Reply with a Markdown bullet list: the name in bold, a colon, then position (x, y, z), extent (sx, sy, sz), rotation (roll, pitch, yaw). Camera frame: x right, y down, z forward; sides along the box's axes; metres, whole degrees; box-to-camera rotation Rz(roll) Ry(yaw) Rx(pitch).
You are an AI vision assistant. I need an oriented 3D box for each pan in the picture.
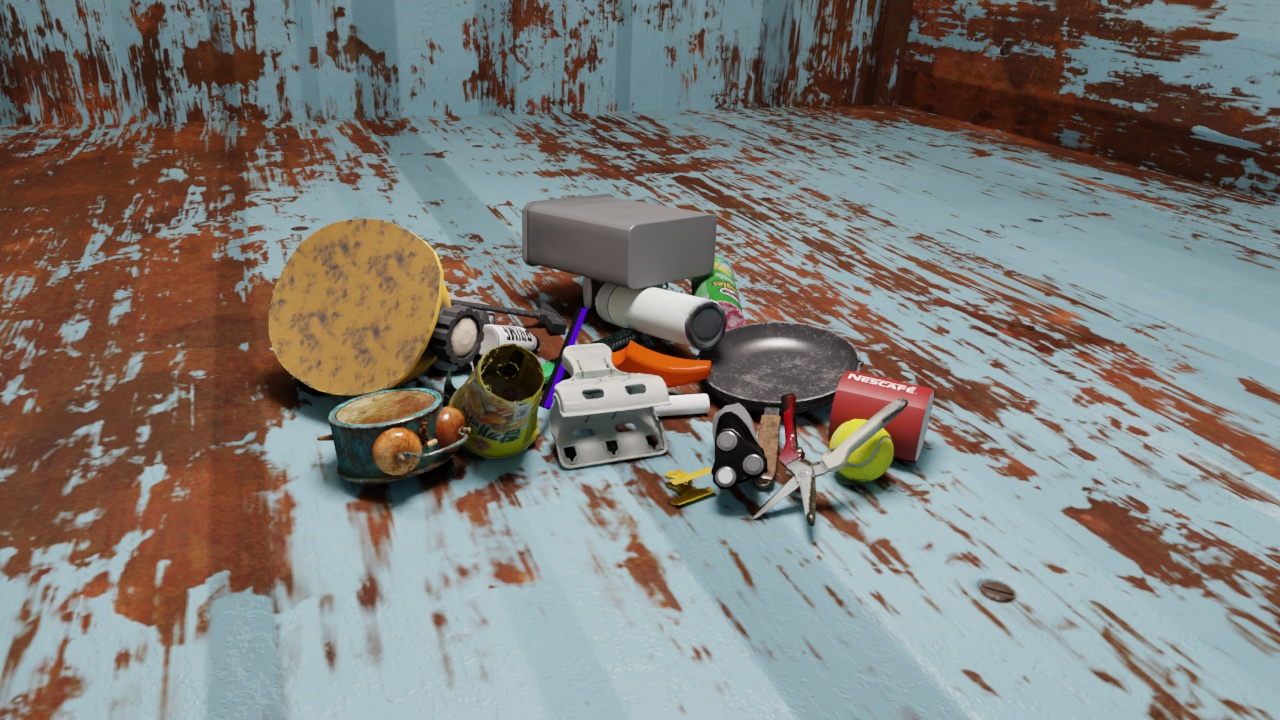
- **pan**: position (0.158, 0.049, 1.089), extent (0.208, 0.040, 0.355), rotation (2, 31, 12)

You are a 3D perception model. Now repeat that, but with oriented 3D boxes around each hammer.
- **hammer**: position (-0.112, 0.012, 1.158), extent (0.130, 0.032, 0.317), rotation (20, 29, 35)
- **hammer**: position (-0.313, -0.022, 1.220), extent (0.127, 0.029, 0.322), rotation (15, 28, 26)
- **hammer**: position (-0.262, -0.083, 1.259), extent (0.324, 0.015, 0.095), rotation (7, 23, -30)

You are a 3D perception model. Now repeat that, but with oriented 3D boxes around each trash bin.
- **trash bin**: position (-0.032, -0.178, 1.342), extent (0.220, 0.098, 0.191), rotation (18, 24, 41)

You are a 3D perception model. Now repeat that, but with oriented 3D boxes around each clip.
- **clip**: position (0.045, 0.122, 0.931), extent (0.054, 0.046, 0.048), rotation (-15, 55, -31)
- **clip**: position (-0.038, 0.035, 0.996), extent (0.126, 0.110, 0.150), rotation (-5, 69, -22)

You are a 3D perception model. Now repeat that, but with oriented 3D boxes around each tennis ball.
- **tennis ball**: position (0.231, 0.094, 0.962), extent (0.065, 0.065, 0.065), rotation (2, 24, -1)

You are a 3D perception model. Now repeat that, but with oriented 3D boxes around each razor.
- **razor**: position (0.098, 0.083, 0.957), extent (0.057, 0.060, 0.156), rotation (-25, 10, 10)

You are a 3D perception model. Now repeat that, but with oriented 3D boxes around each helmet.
- **helmet**: position (-0.300, -0.050, 1.083), extent (0.256, 0.205, 0.131), rotation (13, -7, 28)

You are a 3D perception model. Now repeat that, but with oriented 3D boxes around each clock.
- **clock**: position (-0.243, -0.032, 1.185), extent (0.091, 0.044, 0.122), rotation (14, 40, -11)
- **clock**: position (-0.240, 0.082, 0.930), extent (0.158, 0.073, 0.121), rotation (8, 22, 40)

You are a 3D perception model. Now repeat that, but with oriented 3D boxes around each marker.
- **marker**: position (0.015, 0.055, 1.079), extent (0.133, 0.023, 0.027), rotation (-3, -6, -13)

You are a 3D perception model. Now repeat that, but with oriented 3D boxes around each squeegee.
- **squeegee**: position (-0.007, 0.007, 1.120), extent (0.185, 0.055, 0.249), rotation (2, 30, 7)

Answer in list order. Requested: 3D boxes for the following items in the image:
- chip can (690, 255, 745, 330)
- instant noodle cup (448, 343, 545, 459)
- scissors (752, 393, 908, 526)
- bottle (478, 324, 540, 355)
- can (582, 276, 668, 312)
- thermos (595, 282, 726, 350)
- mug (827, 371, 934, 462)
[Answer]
- **chip can**: position (0.111, -0.090, 1.356), extent (0.075, 0.075, 0.222), rotation (3, 24, 1)
- **instant noodle cup**: position (-0.144, 0.038, 0.959), extent (0.102, 0.108, 0.102), rotation (9, 60, -15)
- **scissors**: position (0.189, 0.086, 0.928), extent (0.179, 0.015, 0.198), rotation (-21, 33, 12)
- **bottle**: position (-0.168, -0.024, 1.191), extent (0.041, 0.041, 0.115), rotation (14, 5, 24)
- **can**: position (-0.021, -0.107, 1.388), extent (0.127, 0.064, 0.064), rotation (-2, 25, -11)
- **thermos**: position (0.023, -0.066, 1.250), extent (0.067, 0.068, 0.230), rotation (-13, 18, -31)
- **mug**: position (0.274, 0.058, 1.035), extent (0.097, 0.080, 0.116), rotation (13, 20, 22)
